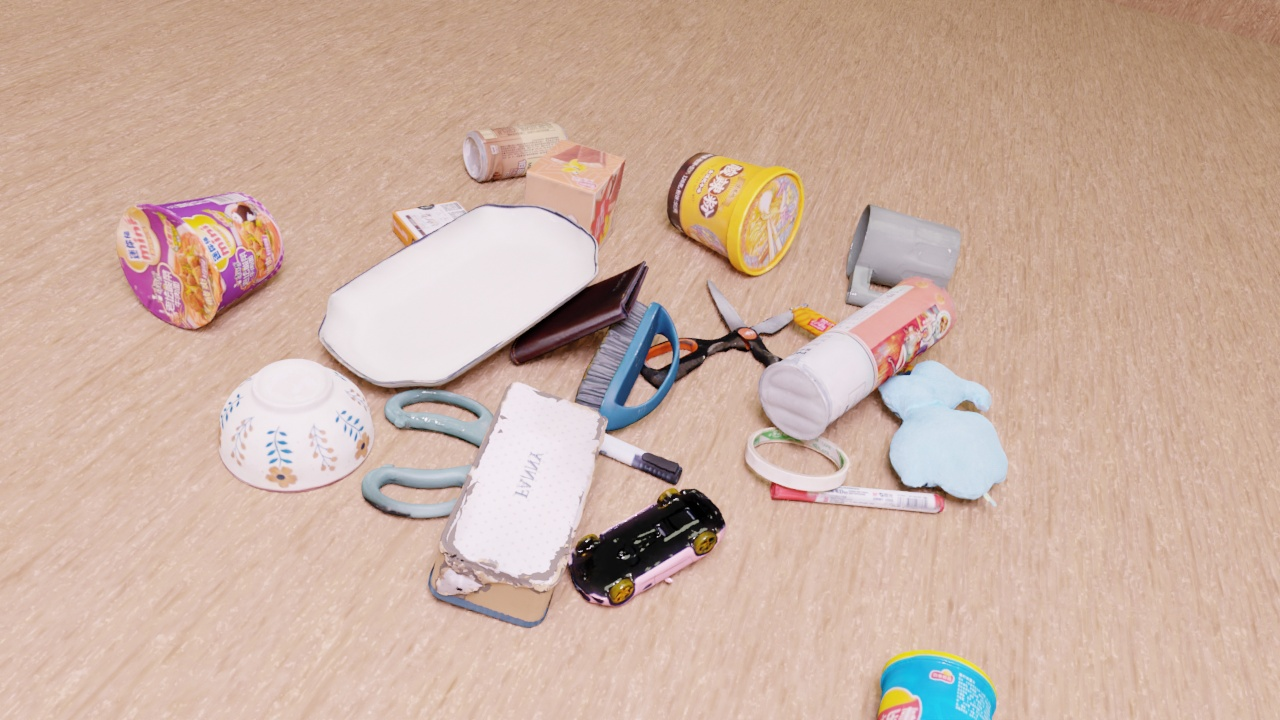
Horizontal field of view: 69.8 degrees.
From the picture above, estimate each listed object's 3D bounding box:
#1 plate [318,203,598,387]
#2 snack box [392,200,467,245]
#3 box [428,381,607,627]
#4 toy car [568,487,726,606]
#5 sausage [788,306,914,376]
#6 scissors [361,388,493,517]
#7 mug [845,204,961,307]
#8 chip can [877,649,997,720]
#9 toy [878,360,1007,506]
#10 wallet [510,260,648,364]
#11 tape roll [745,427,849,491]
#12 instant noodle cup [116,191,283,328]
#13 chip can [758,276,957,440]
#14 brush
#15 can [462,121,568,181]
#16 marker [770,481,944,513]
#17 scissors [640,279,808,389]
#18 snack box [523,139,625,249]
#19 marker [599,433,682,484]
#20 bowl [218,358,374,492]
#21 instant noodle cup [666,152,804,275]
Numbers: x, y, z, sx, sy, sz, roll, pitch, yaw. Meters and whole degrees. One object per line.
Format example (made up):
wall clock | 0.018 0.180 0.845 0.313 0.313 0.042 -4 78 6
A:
plate | -0.156 -0.057 0.827 0.162 0.034 0.264 32 53 26
snack box | -0.186 -0.112 0.934 0.075 0.026 0.154 -19 47 -32
box | -0.083 0.093 0.660 0.090 0.062 0.183 21 40 -2
toy car | 0.005 0.136 0.665 0.122 0.037 0.056 -25 49 -21
sausage | 0.218 -0.010 0.898 0.165 0.022 0.021 30 41 11
scissors | -0.137 0.083 0.710 0.177 0.019 0.171 20 38 9
mug | 0.286 -0.104 1.013 0.103 0.084 0.123 14 65 2
chip can | 0.155 0.266 0.510 0.071 0.071 0.209 20 40 10
toy | 0.268 0.063 0.807 0.161 0.050 0.156 -18 45 -29
wallet | -0.054 -0.044 0.828 0.122 0.020 0.096 -21 27 26
tape roll | 0.130 0.081 0.765 0.086 0.014 0.085 7 23 -3
instant noodle cup | -0.379 -0.095 0.807 0.111 0.112 0.099 23 30 14
chip can | 0.199 -0.008 0.824 0.071 0.071 0.214 36 48 28
brush | -0.005 0.005 0.798 0.073 0.055 0.143 19 49 9
can | -0.147 -0.248 1.087 0.116 0.059 0.058 -16 46 -31
marker | 0.179 0.112 0.753 0.145 0.017 0.017 6 38 -7
scissors | 0.102 -0.012 0.884 0.233 0.022 0.221 -20 48 -33
snack box | -0.072 -0.167 0.977 0.077 0.093 0.094 19 38 9
marker | -0.027 0.068 0.752 0.131 0.023 0.018 22 49 12
bowl | -0.262 0.038 0.697 0.113 0.062 0.113 6 37 -5
instant noodle cup | 0.101 -0.169 1.012 0.114 0.119 0.118 30 41 33
